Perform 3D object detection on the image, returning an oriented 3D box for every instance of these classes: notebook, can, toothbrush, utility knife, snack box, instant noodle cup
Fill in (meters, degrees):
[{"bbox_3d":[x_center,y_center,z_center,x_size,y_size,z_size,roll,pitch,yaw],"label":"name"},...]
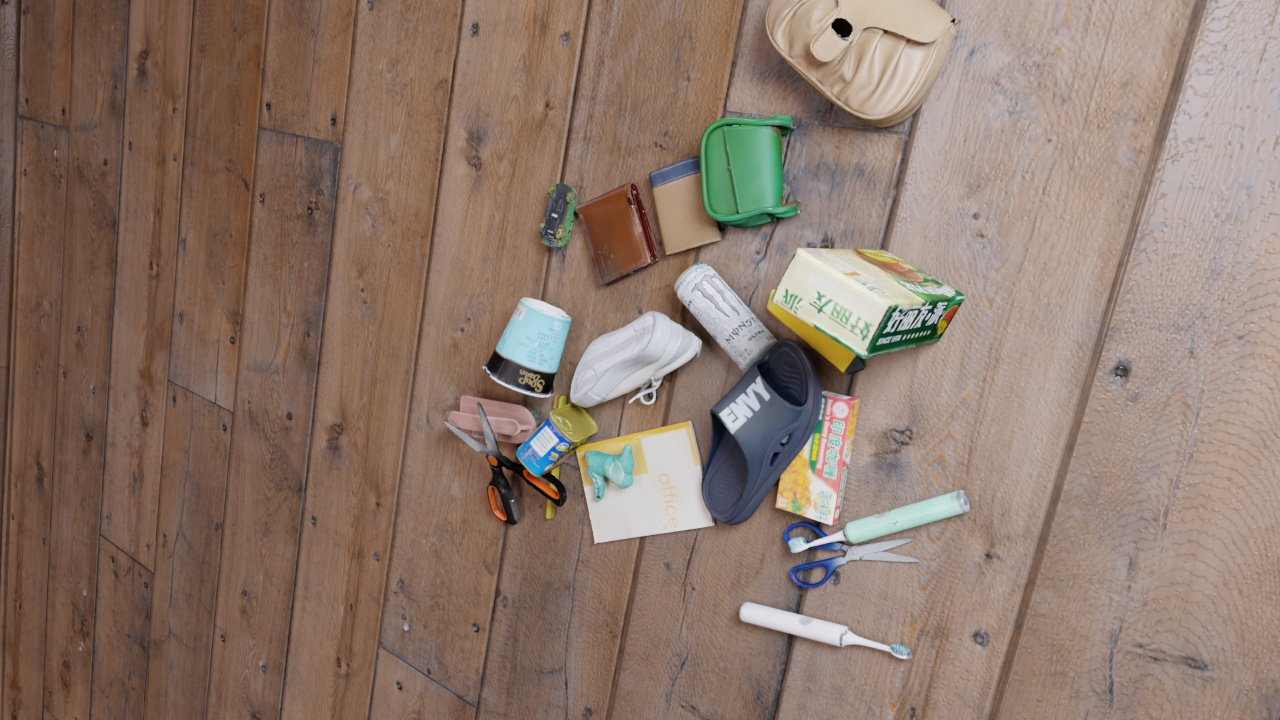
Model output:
[{"bbox_3d":[0.002,0.173,1.283,0.207,0.010,0.146,-15,85,35],"label":"notebook"},{"bbox_3d":[-0.118,0.112,1.297,0.057,0.102,0.083,48,110,8],"label":"can"},{"bbox_3d":[0.225,0.335,1.133,0.221,0.026,0.026,5,139,34],"label":"toothbrush"},{"bbox_3d":[0.212,-0.035,1.116,0.154,0.015,0.033,44,110,25],"label":"utility knife"},{"bbox_3d":[0.215,0.115,1.120,0.077,0.027,0.156,14,102,34],"label":"snack box"},{"bbox_3d":[0.243,-0.065,0.955,0.114,0.239,0.063,36,114,26],"label":"snack box"},{"bbox_3d":[0.107,-0.055,1.160,0.146,0.058,0.058,51,119,20],"label":"can"},{"bbox_3d":[-0.128,0.144,1.368,0.017,0.015,0.190,15,103,38],"label":"toothbrush"},{"bbox_3d":[0.275,0.195,1.078,0.225,0.026,0.027,-24,91,30],"label":"toothbrush"},{"bbox_3d":[-0.155,-0.023,1.326,0.111,0.111,0.120,28,101,30],"label":"instant noodle cup"}]

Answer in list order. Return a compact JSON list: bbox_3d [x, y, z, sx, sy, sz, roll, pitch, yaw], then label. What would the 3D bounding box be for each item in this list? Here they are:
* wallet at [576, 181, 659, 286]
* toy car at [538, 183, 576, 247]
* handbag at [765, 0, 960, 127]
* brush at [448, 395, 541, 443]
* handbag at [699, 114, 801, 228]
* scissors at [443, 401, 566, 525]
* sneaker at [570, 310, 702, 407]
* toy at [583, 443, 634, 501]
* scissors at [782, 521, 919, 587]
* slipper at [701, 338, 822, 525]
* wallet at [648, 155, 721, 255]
[{"bbox_3d":[-0.033,-0.173,1.265,0.101,0.032,0.124,-21,81,37],"label":"wallet"},{"bbox_3d":[-0.115,-0.208,1.314,0.043,0.036,0.091,24,109,32],"label":"toy car"},{"bbox_3d":[0.239,-0.362,1.016,0.204,0.099,0.148,47,114,18],"label":"handbag"},{"bbox_3d":[-0.219,0.093,1.392,0.146,0.073,0.063,7,97,32],"label":"brush"},{"bbox_3d":[0.136,-0.230,1.126,0.120,0.067,0.131,-1,93,27],"label":"handbag"},{"bbox_3d":[-0.202,0.161,1.368,0.234,0.021,0.221,25,132,22],"label":"scissors"},{"bbox_3d":[-0.007,0.007,1.243,0.243,0.090,0.089,-32,45,51],"label":"sneaker"},{"bbox_3d":[-0.045,0.156,1.291,0.092,0.030,0.096,10,106,39],"label":"toy"},{"bbox_3d":[0.249,0.225,1.117,0.171,0.012,0.140,-47,69,26],"label":"scissors"},{"bbox_3d":[0.130,0.098,1.123,0.110,0.083,0.269,50,128,39],"label":"slipper"},{"bbox_3d":[0.059,-0.202,1.198,0.090,0.033,0.115,-12,88,37],"label":"wallet"}]
